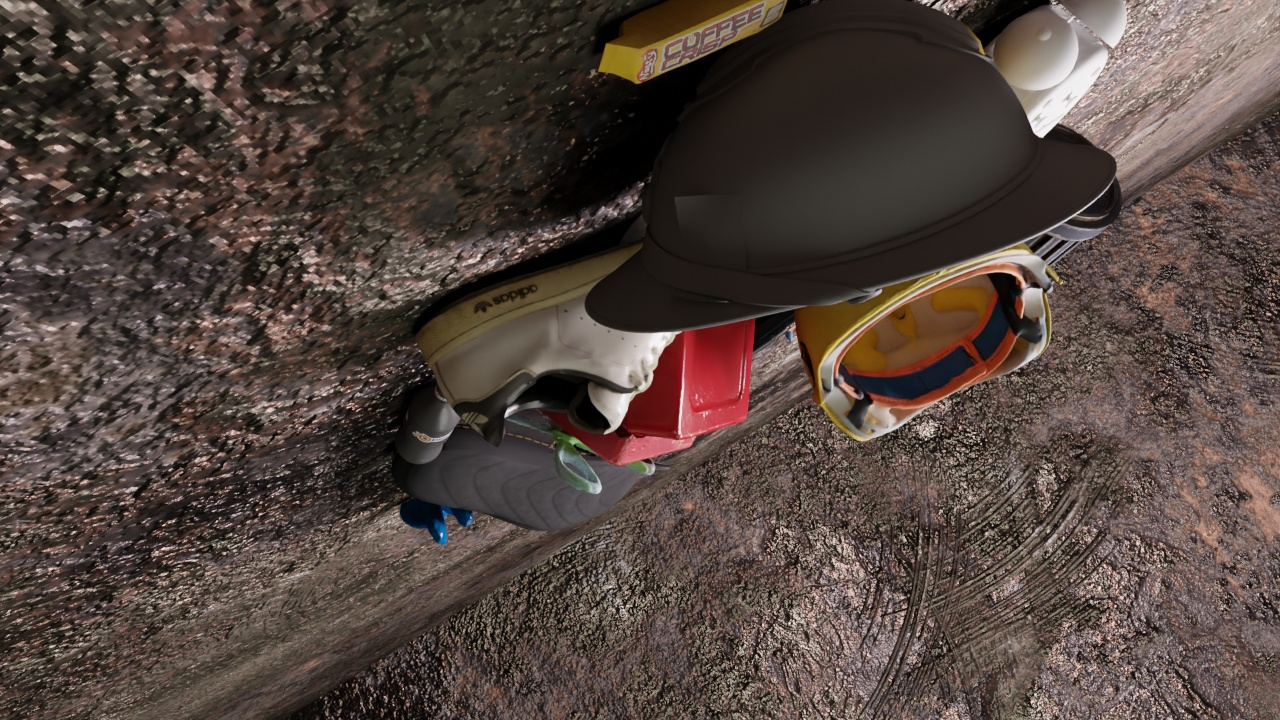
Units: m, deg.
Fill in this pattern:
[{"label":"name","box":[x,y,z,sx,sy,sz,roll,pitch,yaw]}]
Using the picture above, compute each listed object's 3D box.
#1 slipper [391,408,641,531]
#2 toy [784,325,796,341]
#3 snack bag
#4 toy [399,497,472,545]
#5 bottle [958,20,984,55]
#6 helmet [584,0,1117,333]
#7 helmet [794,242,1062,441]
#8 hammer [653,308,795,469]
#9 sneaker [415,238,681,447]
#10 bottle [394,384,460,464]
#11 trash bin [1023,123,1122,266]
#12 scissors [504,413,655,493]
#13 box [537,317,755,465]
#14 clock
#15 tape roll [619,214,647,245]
[{"label":"slipper","box":[-0.107,0.091,0.836,0.267,0.075,0.113,15,122,-44]},{"label":"toy","box":[0.196,-0.048,1.029,0.090,0.103,0.071,-35,171,-20]},{"label":"snack bag","box":[0.027,-0.144,0.390,0.099,0.020,0.026,-28,167,-17]},{"label":"toy","box":[-0.192,0.140,0.908,0.112,0.071,0.176,-28,178,-5]},{"label":"bottle","box":[0.182,-0.158,0.563,0.071,0.071,0.163,-35,155,17]},{"label":"helmet","box":[0.083,-0.111,0.458,0.271,0.118,0.183,-14,-158,14]},{"label":"helmet","box":[0.214,-0.057,0.754,0.209,0.139,0.240,-28,147,9]},{"label":"hammer","box":[0.095,-0.009,0.949,0.333,0.118,0.025,-36,174,-6]},{"label":"sneaker","box":[-0.015,-0.010,0.590,0.241,0.102,0.089,-17,165,-27]},{"label":"bottle","box":[-0.153,0.042,0.668,0.036,0.036,0.110,-24,166,-33]},{"label":"trash bin","box":[0.394,-0.141,1.014,0.164,0.164,0.228,-25,163,-29]},{"label":"scissors","box":[-0.063,0.062,0.745,0.173,0.171,0.022,-103,-144,-66]},{"label":"box","box":[0.019,-0.003,0.771,0.168,0.154,0.157,-57,160,17]},{"label":"clock","box":[0.282,-0.190,0.674,0.125,0.073,0.161,-33,164,-26]},{"label":"tape roll","box":[0.028,-0.094,0.620,0.093,0.013,0.093,-31,169,-7]}]
